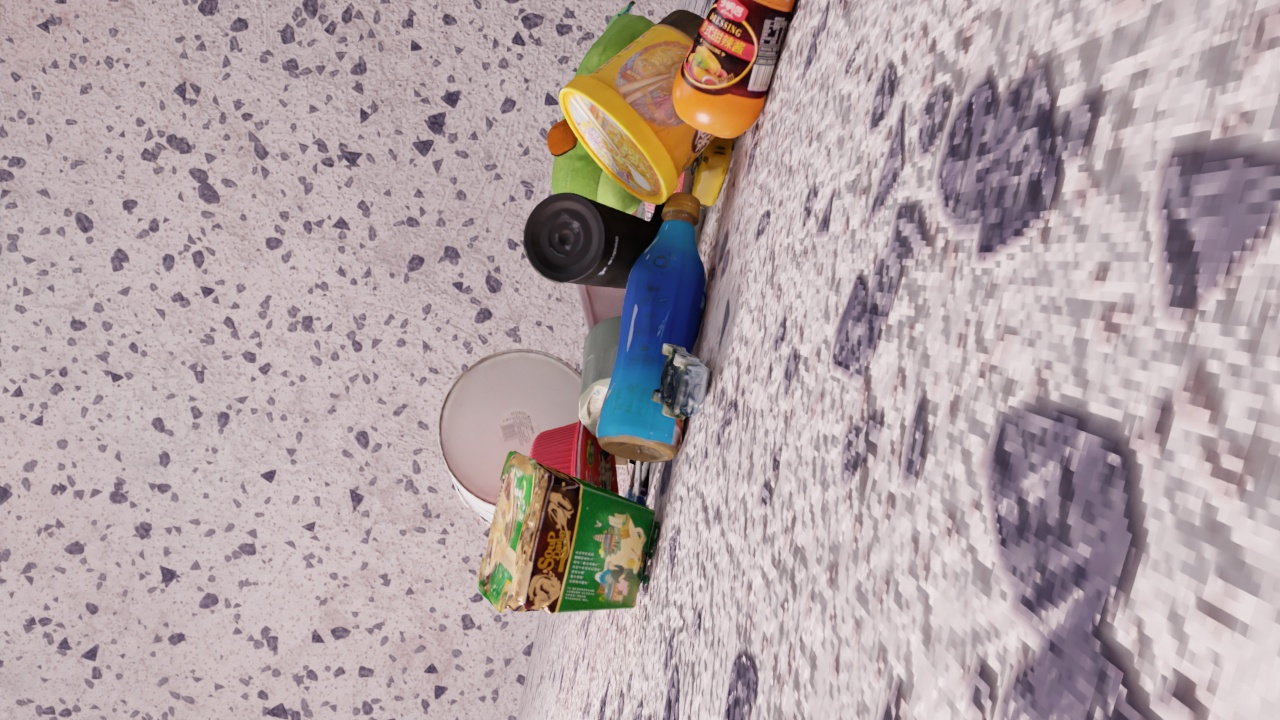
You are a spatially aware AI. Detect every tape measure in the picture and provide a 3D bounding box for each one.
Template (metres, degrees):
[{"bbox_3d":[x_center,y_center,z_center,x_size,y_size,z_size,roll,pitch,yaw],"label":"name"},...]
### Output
[{"bbox_3d":[0.060,-0.172,0.795,0.060,0.029,0.057,110,171,-58],"label":"tape measure"}]

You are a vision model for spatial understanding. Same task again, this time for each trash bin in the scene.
[{"bbox_3d":[-0.139,0.099,1.135,0.252,0.229,0.229,108,174,-77],"label":"trash bin"}]

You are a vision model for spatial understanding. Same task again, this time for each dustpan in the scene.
[{"bbox_3d":[-0.060,-0.044,1.230,0.222,0.139,0.273,-101,24,-77],"label":"dustpan"}]

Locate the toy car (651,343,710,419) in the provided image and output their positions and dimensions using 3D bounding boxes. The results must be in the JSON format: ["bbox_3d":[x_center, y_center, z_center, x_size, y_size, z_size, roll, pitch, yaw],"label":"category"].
[{"bbox_3d":[0.030,0.015,0.626,0.090,0.034,0.043,-129,54,-81],"label":"toy car"}]

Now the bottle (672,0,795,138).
[{"bbox_3d":[0.073,-0.231,0.629,0.066,0.066,0.150,-84,15,-57],"label":"bottle"}]

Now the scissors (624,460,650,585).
[{"bbox_3d":[-0.004,0.119,0.791,0.162,0.012,0.176,-93,20,-47],"label":"scissors"}]

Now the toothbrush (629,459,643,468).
[{"bbox_3d":[-0.006,0.082,0.971,0.185,0.017,0.012,-102,29,-79],"label":"toothbrush"}]

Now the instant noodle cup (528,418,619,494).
[{"bbox_3d":[-0.069,0.138,0.924,0.193,0.066,0.194,-4,-91,-82],"label":"instant noodle cup"}]

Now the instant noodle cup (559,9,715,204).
[{"bbox_3d":[0.016,-0.206,0.733,0.114,0.118,0.118,-45,-1,-9],"label":"instant noodle cup"}]

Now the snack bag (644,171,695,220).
[{"bbox_3d":[0.028,-0.180,1.020,0.128,0.073,0.208,-121,37,-64],"label":"snack bag"}]

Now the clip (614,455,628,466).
[{"bbox_3d":[-0.019,0.075,1.094,0.099,0.034,0.070,-95,16,-46],"label":"clip"}]

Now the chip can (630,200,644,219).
[{"bbox_3d":[0.020,-0.239,1.193,0.071,0.071,0.214,117,164,-73],"label":"chip can"}]

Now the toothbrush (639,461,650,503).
[{"bbox_3d":[-0.003,0.136,0.830,0.016,0.014,0.189,-127,48,-68],"label":"toothbrush"}]

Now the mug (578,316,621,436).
[{"bbox_3d":[-0.005,0.005,0.876,0.124,0.083,0.103,-46,21,28],"label":"mug"}]

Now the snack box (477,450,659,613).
[{"bbox_3d":[-0.057,0.143,0.728,0.118,0.105,0.118,3,79,67],"label":"snack box"}]

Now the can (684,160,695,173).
[{"bbox_3d":[0.053,-0.232,0.841,0.058,0.058,0.116,-99,22,-78],"label":"can"}]

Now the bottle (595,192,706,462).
[{"bbox_3d":[0.017,-0.032,0.722,0.065,0.065,0.218,115,167,-71],"label":"bottle"}]

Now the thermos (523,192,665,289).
[{"bbox_3d":[-0.017,-0.107,0.797,0.242,0.068,0.090,-10,-65,-71],"label":"thermos"}]

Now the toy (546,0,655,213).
[{"bbox_3d":[-0.028,-0.205,0.861,0.226,0.090,0.247,-34,-37,-61],"label":"toy"}]
